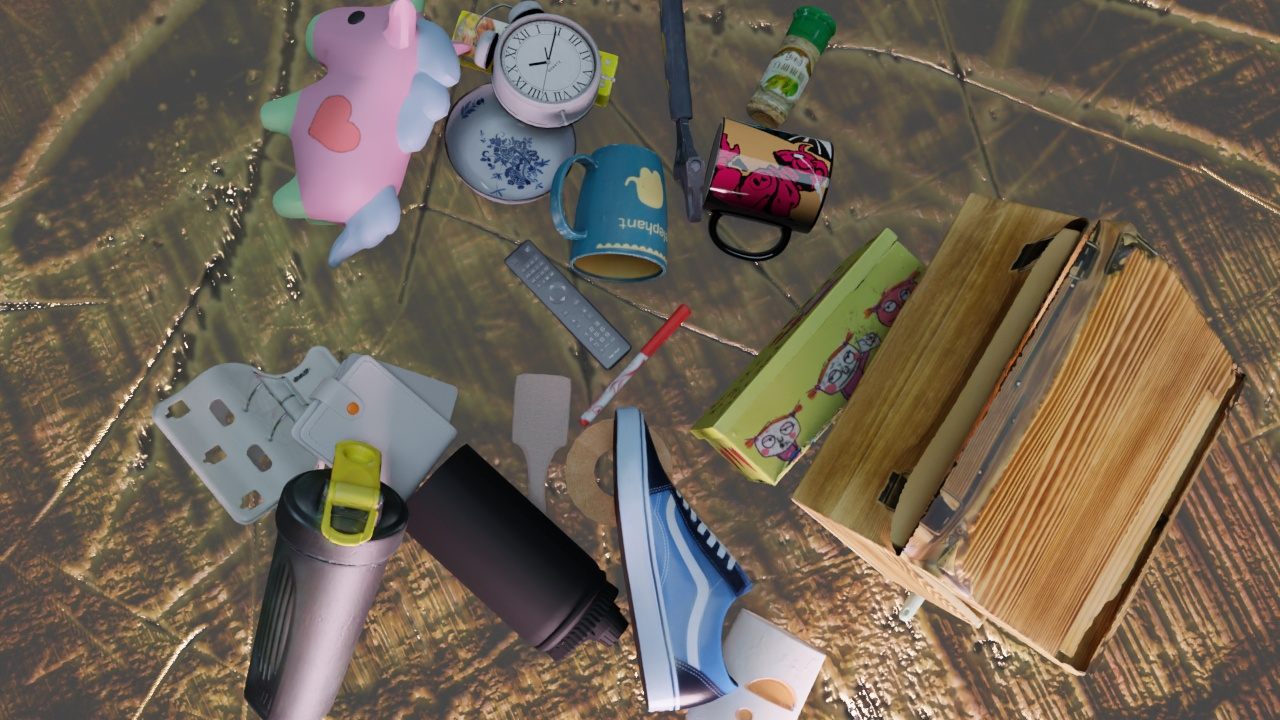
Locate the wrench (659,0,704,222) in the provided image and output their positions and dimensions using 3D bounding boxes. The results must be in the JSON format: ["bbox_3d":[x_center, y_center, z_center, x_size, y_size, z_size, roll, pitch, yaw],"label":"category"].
[{"bbox_3d":[0.033,-0.253,0.824,0.022,0.073,0.273,-3,79,-6],"label":"wrench"}]

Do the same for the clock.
[{"bbox_3d":[-0.089,-0.258,0.788,0.122,0.035,0.094,43,72,1],"label":"clock"}]

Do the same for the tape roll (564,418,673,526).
[{"bbox_3d":[-0.019,0.097,0.802,0.094,0.027,0.094,0,85,-4],"label":"tape roll"}]

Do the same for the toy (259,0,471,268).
[{"bbox_3d":[-0.225,-0.196,0.768,0.171,0.120,0.222,-8,88,15],"label":"toy"}]

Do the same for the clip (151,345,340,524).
[{"bbox_3d":[-0.311,0.054,0.779,0.126,0.102,0.151,51,54,0],"label":"clip"}]

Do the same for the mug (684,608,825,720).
[{"bbox_3d":[0.096,0.274,0.766,0.082,0.082,0.105,28,83,-1],"label":"mug"}]

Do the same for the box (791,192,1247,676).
[{"bbox_3d":[0.289,0.055,0.693,0.192,0.251,0.279,27,82,43],"label":"box"}]

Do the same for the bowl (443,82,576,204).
[{"bbox_3d":[-0.115,-0.184,0.808,0.114,0.045,0.114,3,75,-10],"label":"bowl"}]

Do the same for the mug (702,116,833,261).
[{"bbox_3d":[0.106,-0.146,0.815,0.098,0.081,0.118,13,111,-3],"label":"mug"}]

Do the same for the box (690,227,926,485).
[{"bbox_3d":[0.146,0.002,0.778,0.079,0.124,0.221,45,85,1],"label":"box"}]

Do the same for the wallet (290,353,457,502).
[{"bbox_3d":[-0.212,0.047,0.764,0.118,0.038,0.115,46,64,-27],"label":"wallet"}]

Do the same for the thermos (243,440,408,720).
[{"bbox_3d":[-0.247,0.178,0.710,0.098,0.098,0.221,22,108,-2],"label":"thermos"}]

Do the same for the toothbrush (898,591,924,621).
[{"bbox_3d":[0.277,0.168,0.824,0.022,0.015,0.154,32,83,30],"label":"toothbrush"}]

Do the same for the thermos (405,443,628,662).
[{"bbox_3d":[-0.100,0.168,0.760,0.198,0.086,0.086,42,83,0],"label":"thermos"}]

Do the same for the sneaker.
[{"bbox_3d":[0.034,0.153,0.742,0.098,0.083,0.241,-9,83,-6],"label":"sneaker"}]

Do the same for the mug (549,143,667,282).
[{"bbox_3d":[-0.027,-0.132,0.788,0.112,0.085,0.104,14,74,-37],"label":"mug"}]

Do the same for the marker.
[{"bbox_3d":[-0.005,0.005,0.820,0.013,0.013,0.142,42,83,0],"label":"marker"}]

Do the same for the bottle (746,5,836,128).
[{"bbox_3d":[0.137,-0.268,0.842,0.043,0.043,0.111,29,84,-1],"label":"bottle"}]

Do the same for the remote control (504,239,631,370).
[{"bbox_3d":[-0.065,-0.049,0.819,0.032,0.015,0.136,-43,86,-7],"label":"remote control"}]

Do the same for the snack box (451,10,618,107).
[{"bbox_3d":[-0.095,-0.272,0.831,0.148,0.029,0.040,15,84,-3],"label":"snack box"}]

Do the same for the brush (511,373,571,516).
[{"bbox_3d":[-0.089,0.079,0.807,0.050,0.015,0.135,4,90,-3],"label":"brush"}]
